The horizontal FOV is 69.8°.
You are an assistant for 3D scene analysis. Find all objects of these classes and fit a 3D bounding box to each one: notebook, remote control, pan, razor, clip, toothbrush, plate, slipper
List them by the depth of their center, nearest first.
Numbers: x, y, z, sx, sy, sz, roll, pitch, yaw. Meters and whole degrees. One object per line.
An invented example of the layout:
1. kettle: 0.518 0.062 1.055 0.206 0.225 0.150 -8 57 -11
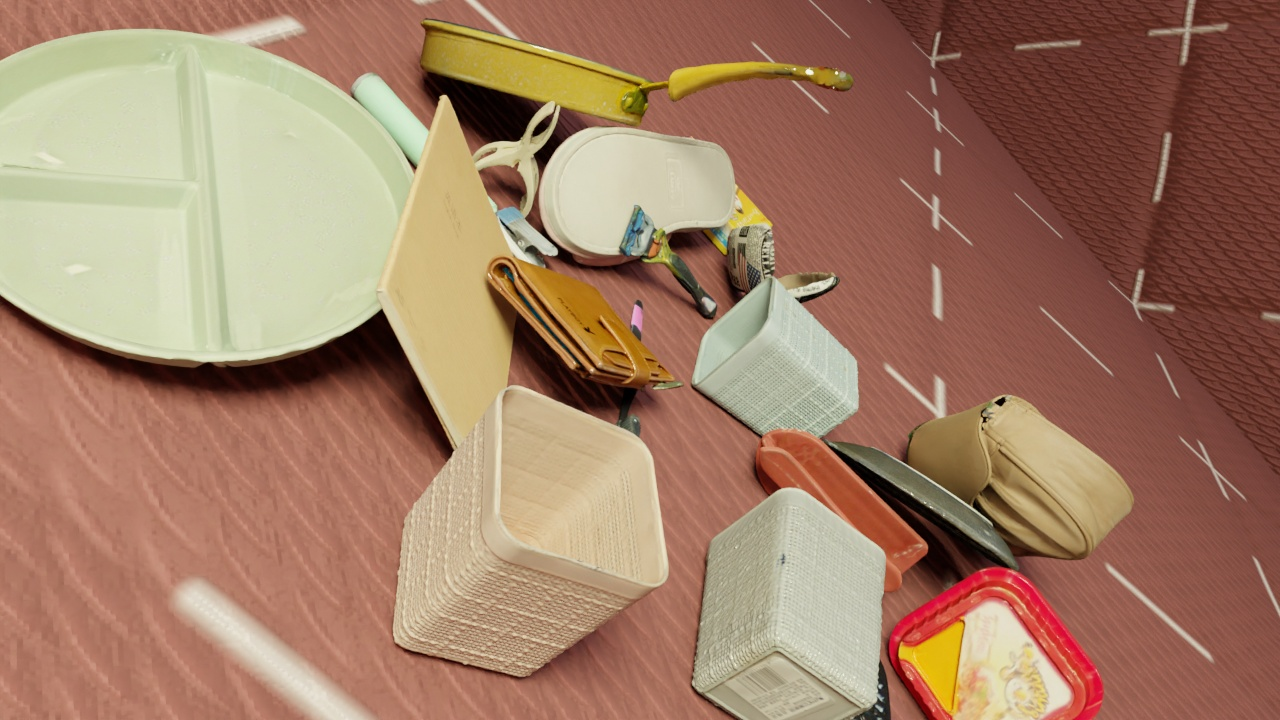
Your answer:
1. plate: -0.230 -0.088 0.482 0.230 0.028 0.229 15 50 -19
2. notebook: -0.107 -0.045 0.550 0.211 0.012 0.150 -92 168 -49
3. remote control: 0.135 0.235 0.576 0.053 0.024 0.136 39 33 -12
4. toothbrush: -0.136 -0.129 0.687 0.224 0.027 0.026 47 55 5
5. toothbrush: -0.004 0.004 0.694 0.014 0.018 0.188 40 29 -23
6. clip: -0.089 -0.093 0.705 0.057 0.028 0.024 50 36 7
7. clip: -0.104 -0.156 0.708 0.098 0.100 0.035 8 40 -2
8. plate: 0.228 0.109 0.742 0.179 0.024 0.179 35 -1 0
9. pan: -0.011 -0.232 0.744 0.358 0.078 0.197 19 15 17
10. razor: 0.032 -0.075 0.783 0.142 0.022 0.042 42 63 -45
11. slipper: -0.002 -0.147 0.803 0.273 0.055 0.114 -22 107 -52

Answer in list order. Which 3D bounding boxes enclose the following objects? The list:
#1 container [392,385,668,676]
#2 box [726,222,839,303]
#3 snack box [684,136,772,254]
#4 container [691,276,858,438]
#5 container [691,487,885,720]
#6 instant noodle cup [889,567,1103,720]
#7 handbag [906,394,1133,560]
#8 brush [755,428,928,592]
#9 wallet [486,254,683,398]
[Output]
1. container: -0.059 0.088 0.442 0.090 0.111 0.089 25 37 -29
2. box: 0.122 -0.090 0.844 0.162 0.075 0.085 -115 -177 -81
3. snack box: 0.071 -0.178 0.978 0.140 0.034 0.086 51 33 8
4. container: 0.116 0.009 0.760 0.111 0.090 0.089 40 32 -13
5. container: 0.090 0.158 0.557 0.090 0.090 0.114 36 36 -12
6. instant noodle cup: 0.263 0.216 0.674 0.116 0.117 0.124 57 21 19
7. handbag: 0.312 0.109 0.795 0.148 0.099 0.205 46 -12 5
8. brush: 0.144 0.110 0.696 0.146 0.063 0.069 46 18 5
9. wallet: -0.033 -0.016 0.619 0.119 0.035 0.130 44 11 19
